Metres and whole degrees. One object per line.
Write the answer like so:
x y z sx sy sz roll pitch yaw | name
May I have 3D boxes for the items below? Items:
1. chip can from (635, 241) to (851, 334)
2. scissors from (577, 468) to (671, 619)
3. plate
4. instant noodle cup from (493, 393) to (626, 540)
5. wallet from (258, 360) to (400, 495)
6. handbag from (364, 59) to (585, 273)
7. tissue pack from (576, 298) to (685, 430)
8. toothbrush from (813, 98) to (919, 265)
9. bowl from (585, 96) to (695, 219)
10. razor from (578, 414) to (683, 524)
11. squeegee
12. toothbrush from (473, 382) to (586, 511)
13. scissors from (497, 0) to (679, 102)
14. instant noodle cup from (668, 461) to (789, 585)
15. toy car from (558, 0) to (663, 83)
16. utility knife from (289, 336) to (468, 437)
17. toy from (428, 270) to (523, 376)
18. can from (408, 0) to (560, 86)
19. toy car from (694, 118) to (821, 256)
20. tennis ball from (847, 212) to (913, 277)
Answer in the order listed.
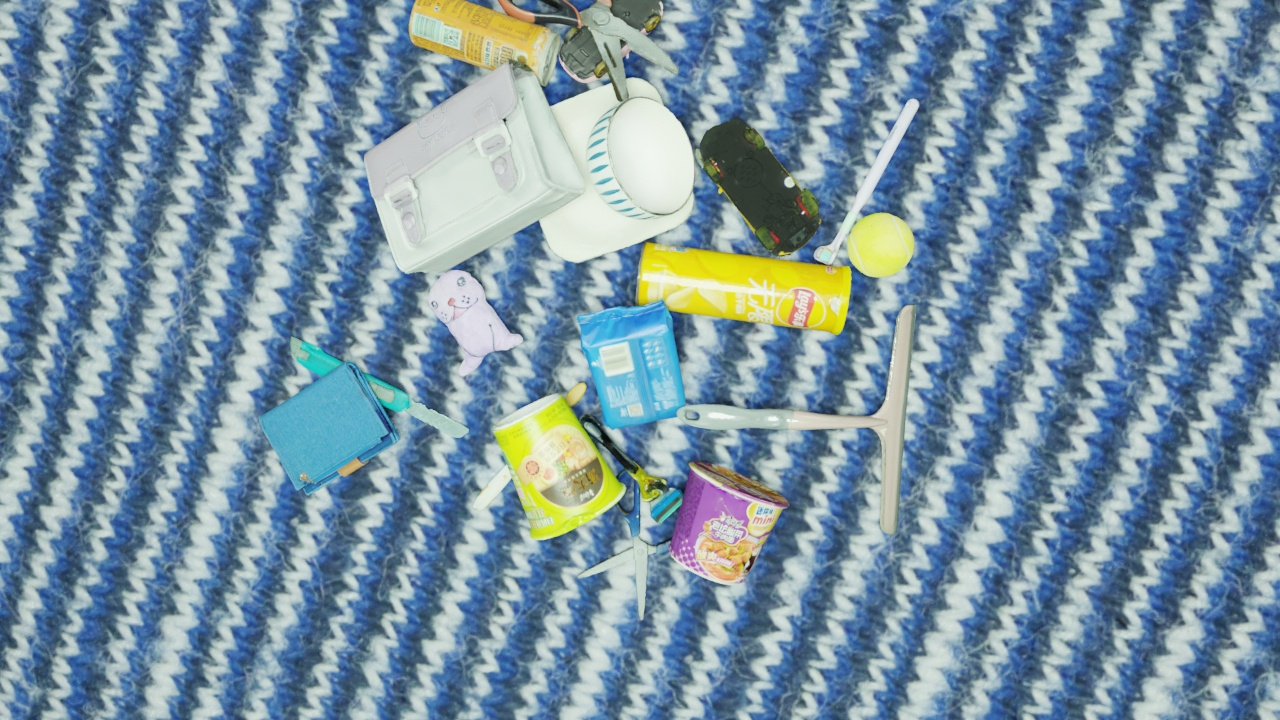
0.104 -0.075 0.944 0.213 0.072 0.072 8 96 4 | chip can
0.010 0.201 1.006 0.162 0.012 0.173 -2 94 3 | scissors
-0.037 -0.197 0.958 0.164 0.034 0.163 -18 94 6 | plate
-0.092 0.104 0.949 0.112 0.111 0.123 -26 98 6 | instant noodle cup
-0.340 0.075 1.004 0.133 0.040 0.106 -31 91 16 | wallet
-0.173 -0.190 0.920 0.197 0.098 0.145 -24 82 23 | handbag
-0.006 0.006 0.949 0.095 0.052 0.157 -11 129 3 | tissue pack
0.235 -0.185 0.949 0.021 0.029 0.189 25 97 -39 | toothbrush
-0.009 -0.191 0.896 0.066 0.116 0.116 -8 97 46 | bowl
-0.014 0.111 0.983 0.042 0.022 0.142 -44 92 0 | razor
0.162 0.061 0.950 0.249 0.040 0.248 2 97 -5 | squeegee
-0.122 0.095 1.006 0.016 0.018 0.191 41 99 1 | toothbrush
-0.053 -0.352 0.915 0.227 0.015 0.188 17 72 4 | scissors
0.085 0.170 0.945 0.111 0.111 0.099 21 93 2 | instant noodle cup
-0.030 -0.336 0.944 0.122 0.037 0.056 -44 89 -5 | toy car
-0.290 0.032 1.010 0.223 0.013 0.029 26 100 1 | utility knife
-0.186 -0.045 0.983 0.084 0.039 0.108 -32 94 15 | toy
-0.160 -0.331 0.942 0.146 0.058 0.058 19 97 2 | can
0.122 -0.179 0.945 0.071 0.041 0.156 -40 93 7 | toy car
0.243 -0.117 0.931 0.065 0.065 0.065 0 96 4 | tennis ball
